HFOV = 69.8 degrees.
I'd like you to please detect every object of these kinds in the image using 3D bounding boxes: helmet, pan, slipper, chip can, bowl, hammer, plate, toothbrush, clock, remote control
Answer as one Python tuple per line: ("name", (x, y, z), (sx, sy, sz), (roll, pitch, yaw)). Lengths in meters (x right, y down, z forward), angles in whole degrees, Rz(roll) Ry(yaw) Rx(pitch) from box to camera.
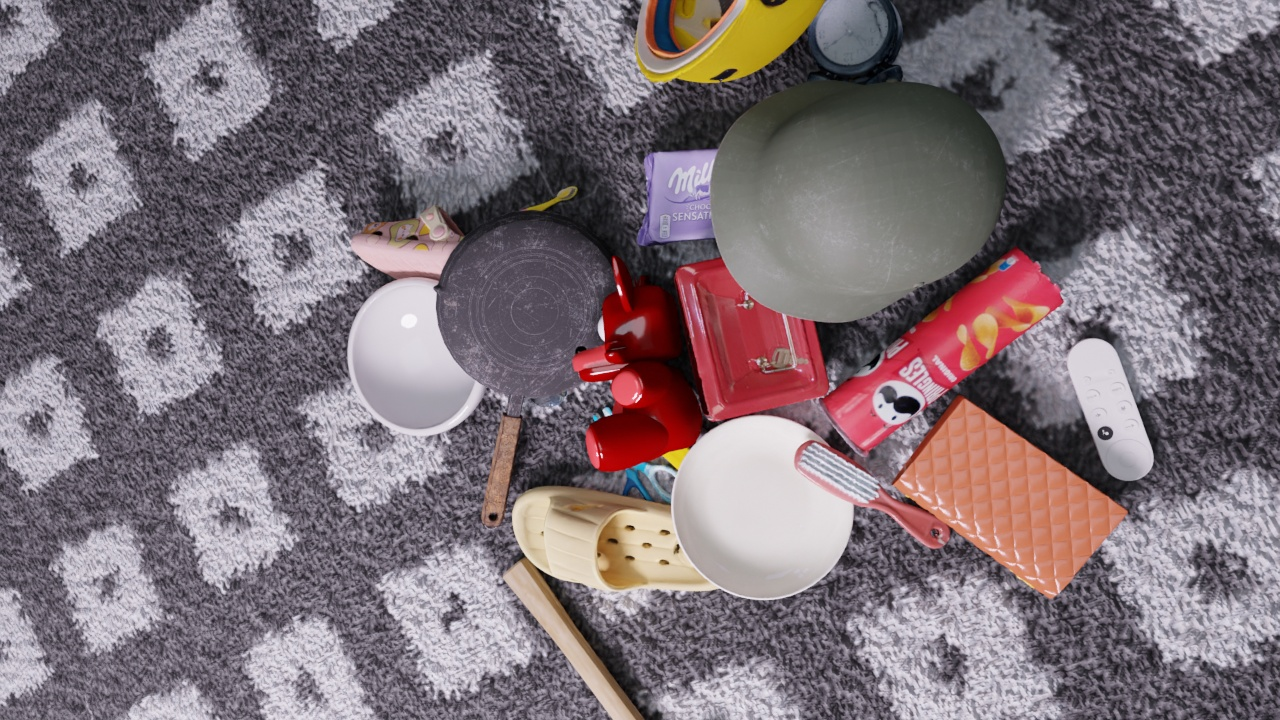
("helmet", (0.101, -0.359, 0.850), (0.209, 0.139, 0.240), (38, 115, 55))
("pan", (-0.128, 0.020, 0.976), (0.207, 0.040, 0.357), (9, 100, -12))
("slipper", (-0.225, -0.130, 1.025), (0.197, 0.093, 0.081), (9, 72, 20))
("helmet", (0.213, -0.149, 0.795), (0.267, 0.154, 0.227), (-10, 95, -17))
("chip can", (0.281, -0.007, 0.864), (0.233, 0.073, 0.073), (-41, 81, 16))
("bowl", (-0.240, -0.006, 1.042), (0.177, 0.066, 0.176), (2, 95, 18))
("hammer", (-0.044, 0.357, 1.019), (0.117, 0.051, 0.323), (-43, 78, 17))
("plate", (0.121, 0.147, 0.929), (0.182, 0.034, 0.182), (0, 83, -1))
("slipper", (-0.026, 0.204, 0.978), (0.262, 0.079, 0.111), (4, 108, 17))
("toothbrush", (-0.128, -0.160, 1.019), (0.136, 0.016, 0.021), (-26, 90, 18))
("clock", (0.204, -0.298, 0.879), (0.090, 0.052, 0.129), (0, 99, 19))
("remote control", (0.433, 0.045, 0.848), (0.043, 0.013, 0.136), (-20, 88, 19))

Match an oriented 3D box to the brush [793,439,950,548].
("brush", (0.229, 0.132, 0.898), (0.172, 0.030, 0.041), (31, 83, 3))

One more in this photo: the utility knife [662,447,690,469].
("utility knife", (0.030, 0.088, 0.986), (0.155, 0.017, 0.030), (41, 101, 11))

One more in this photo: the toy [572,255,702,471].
("toy", (-0.005, 0.006, 0.908), (0.121, 0.158, 0.197), (-7, 86, 15))

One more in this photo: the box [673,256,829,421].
("box", (0.110, -0.027, 0.917), (0.136, 0.122, 0.157), (-11, 87, 1))

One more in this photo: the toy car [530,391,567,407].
("toy car", (-0.111, 0.000, 1.018), (0.048, 0.032, 0.105), (-11, 104, 18))

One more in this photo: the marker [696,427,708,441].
("marker", (0.077, 0.084, 0.971), (0.139, 0.016, 0.022), (29, 80, 14))

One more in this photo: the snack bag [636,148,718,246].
("snack bag", (0.097, -0.164, 0.922), (0.206, 0.058, 0.096), (2, 92, 21))

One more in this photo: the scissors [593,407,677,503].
("scissors", (-0.015, 0.113, 1.006), (0.083, 0.015, 0.140), (-42, 84, 19))

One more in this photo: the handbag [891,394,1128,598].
("handbag", (0.339, 0.126, 0.860), (0.172, 0.060, 0.109), (36, 99, 10))
